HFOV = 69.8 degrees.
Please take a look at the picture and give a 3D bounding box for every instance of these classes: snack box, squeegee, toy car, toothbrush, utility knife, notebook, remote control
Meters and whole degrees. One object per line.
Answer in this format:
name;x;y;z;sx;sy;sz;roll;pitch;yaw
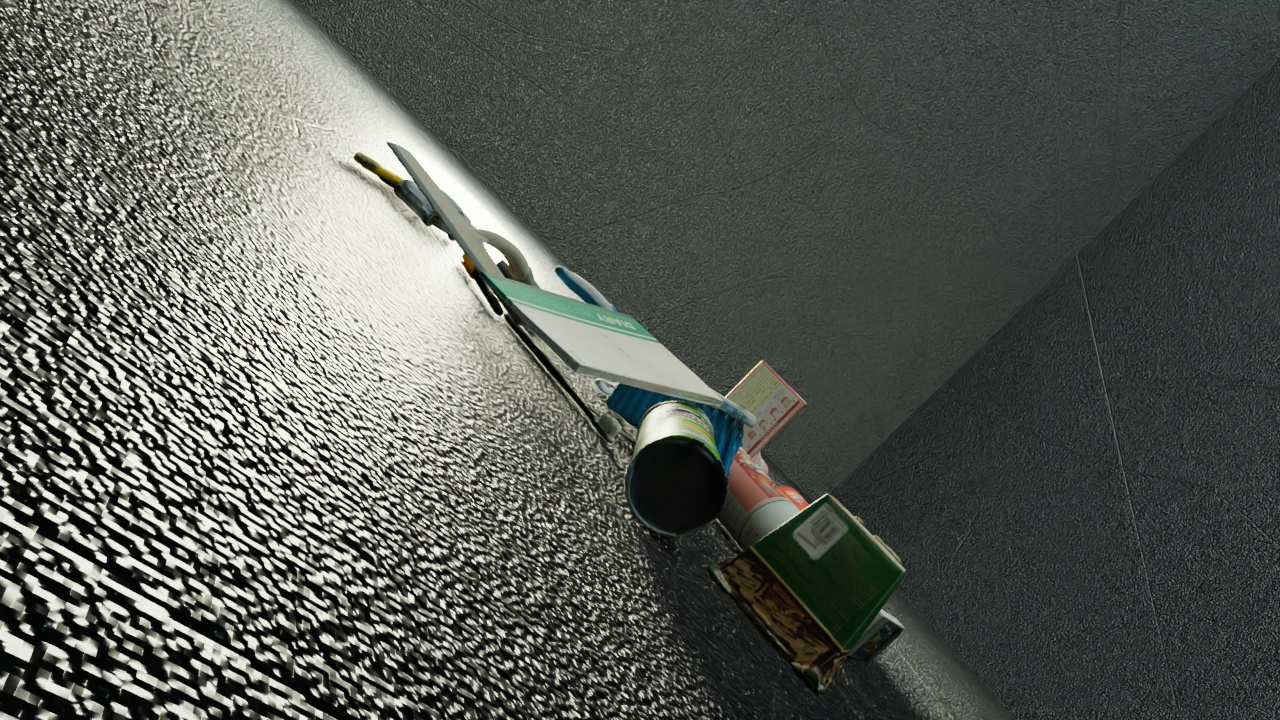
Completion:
snack box;0.123;0.081;1.138;0.077;0.156;0.027;45;2;2
squeegee;-0.131;-0.091;0.939;0.246;0.039;0.246;52;-1;24
toy car;-0.220;-0.163;0.982;0.054;0.037;0.120;46;6;9
snack box;0.135;0.164;0.694;0.118;0.105;0.117;45;4;20
toothbrush;-0.013;0.047;1.077;0.016;0.017;0.187;46;3;26
toothbrush;-0.073;0.010;0.819;0.181;0.018;0.015;45;11;33
utility knife;-0.263;-0.191;0.940;0.033;0.015;0.197;30;1;9
notebook;-0.031;-0.017;0.818;0.150;0.012;0.208;43;17;35
remote control;0.234;0.280;0.935;0.019;0.056;0.135;48;4;32

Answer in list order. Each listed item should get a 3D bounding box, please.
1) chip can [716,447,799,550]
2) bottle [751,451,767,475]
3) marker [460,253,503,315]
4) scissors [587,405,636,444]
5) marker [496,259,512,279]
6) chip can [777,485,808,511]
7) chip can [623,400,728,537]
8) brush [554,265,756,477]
chip can;0.110;0.146;0.918;0.071;0.071;0.214;42;4;-42
bottle;0.123;0.114;1.277;0.197;0.068;0.068;46;2;-45
marker;-0.153;-0.074;0.885;0.018;0.015;0.124;46;4;-38
scissors;0.008;0.088;0.877;0.141;0.014;0.173;44;3;8
marker;-0.125;-0.068;1.098;0.132;0.020;0.022;45;14;-7
chip can;0.207;0.227;1.123;0.073;0.073;0.216;44;3;-19
chip can;0.027;0.079;0.727;0.072;0.072;0.236;45;4;-1
brush;-0.006;0.006;0.959;0.315;0.109;0.060;31;1;33
